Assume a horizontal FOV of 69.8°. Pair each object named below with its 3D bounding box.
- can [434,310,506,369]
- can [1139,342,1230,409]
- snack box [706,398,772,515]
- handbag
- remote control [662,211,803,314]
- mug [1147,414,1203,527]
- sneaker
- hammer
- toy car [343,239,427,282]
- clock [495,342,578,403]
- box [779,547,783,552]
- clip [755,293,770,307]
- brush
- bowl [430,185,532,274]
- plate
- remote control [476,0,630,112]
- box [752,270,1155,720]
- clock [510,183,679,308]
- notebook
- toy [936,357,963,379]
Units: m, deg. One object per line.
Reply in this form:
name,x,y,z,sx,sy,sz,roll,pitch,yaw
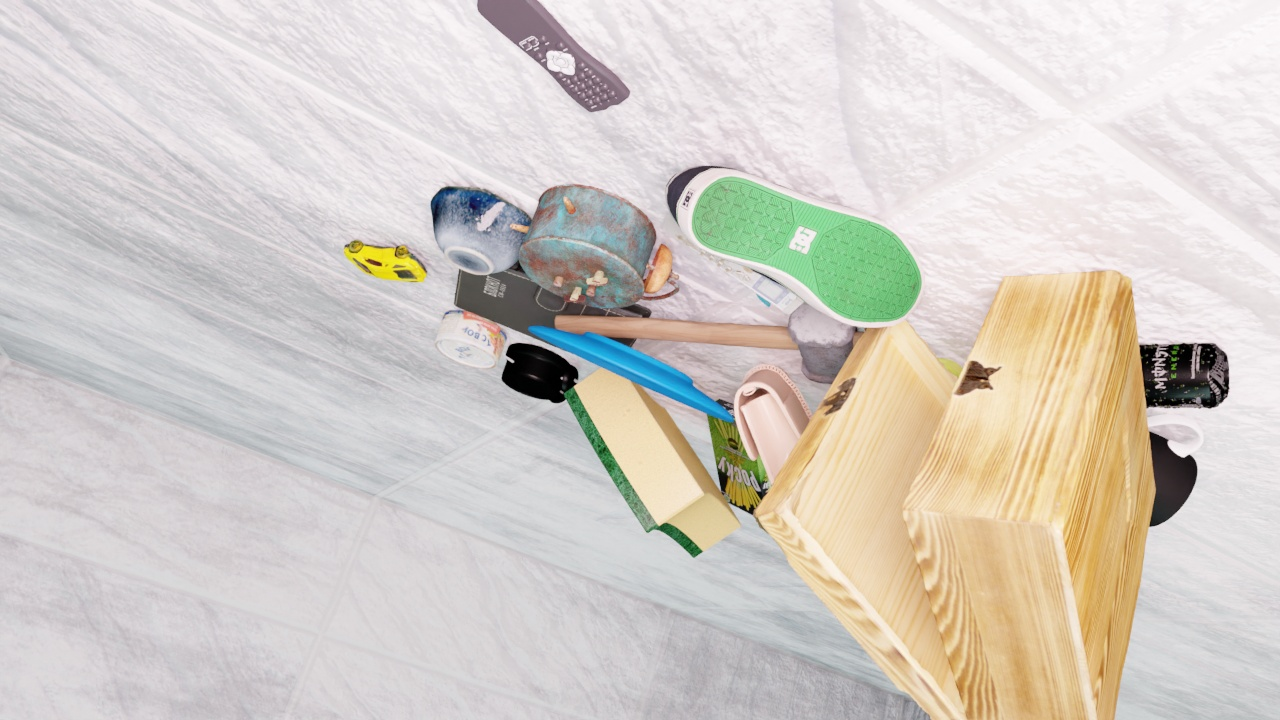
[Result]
can,-0.216,-0.026,1.169,0.086,0.043,0.086,14,157,6
can,0.410,0.013,0.768,0.138,0.053,0.054,-2,151,40
snack box,0.130,0.127,1.161,0.080,0.025,0.148,22,133,46
handbag,0.196,0.039,0.951,0.187,0.116,0.198,-24,180,15
remote control,0.080,-0.085,0.783,0.136,0.011,0.050,34,167,1
mug,0.477,0.091,0.888,0.100,0.084,0.119,30,128,2
sneaker,0.124,-0.094,0.723,0.235,0.084,0.079,20,-165,-27
hammer,0.061,-0.028,0.920,0.329,0.052,0.098,5,155,23
toy car,-0.292,-0.111,1.042,0.107,0.030,0.049,10,158,22
clock,-0.128,0.021,1.212,0.120,0.042,0.091,22,158,-12
box,0.226,0.128,0.986,0.084,0.185,0.211,43,160,-10
clip,0.122,-0.078,0.813,0.121,0.033,0.119,21,162,-9
brush,0.020,0.125,1.118,0.195,0.075,0.250,57,-176,25
bowl,-0.157,-0.118,0.887,0.110,0.055,0.110,14,158,6
plate,-0.005,0.005,0.920,0.224,0.024,0.224,24,177,1
remote control,-0.061,-0.216,0.638,0.047,0.009,0.124,-6,149,45
box,0.263,0.114,0.720,0.221,0.278,0.259,-3,125,37
clock,-0.035,-0.088,0.841,0.157,0.073,0.121,30,155,-30
notebook,-0.104,-0.058,1.030,0.209,0.029,0.170,19,158,-8
toy,0.284,0.026,0.909,0.092,0.046,0.115,1,160,38
